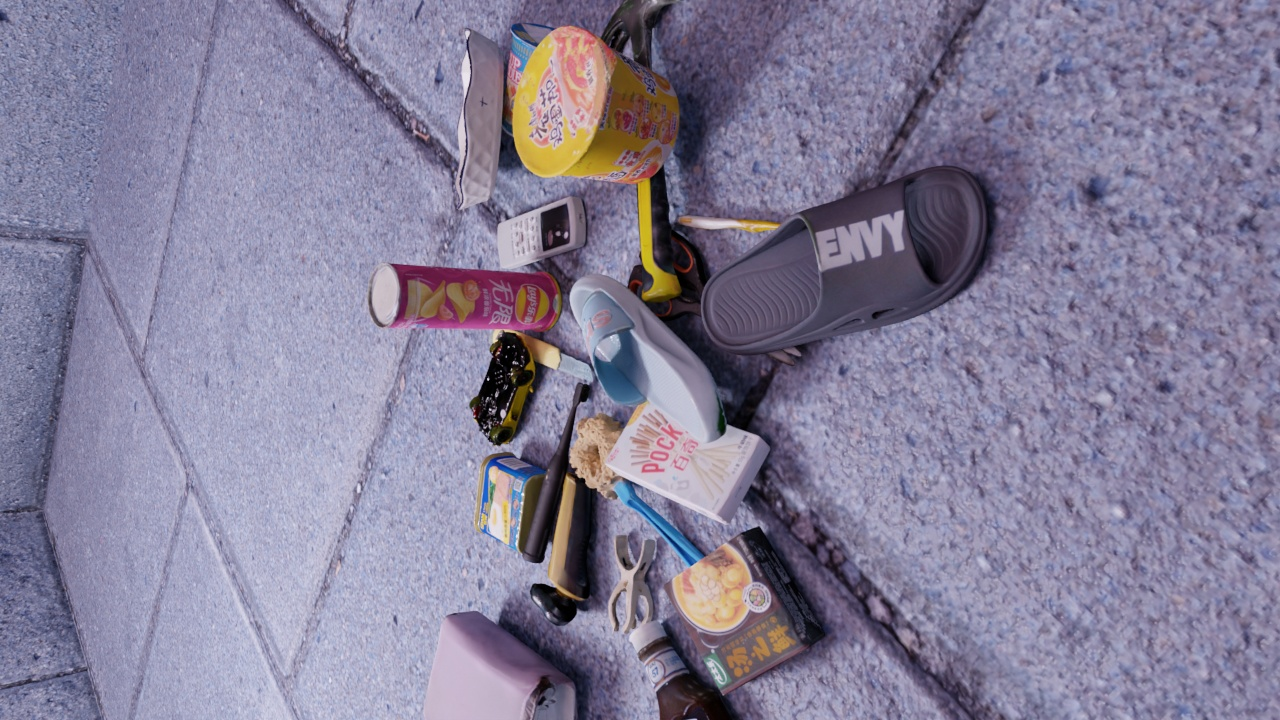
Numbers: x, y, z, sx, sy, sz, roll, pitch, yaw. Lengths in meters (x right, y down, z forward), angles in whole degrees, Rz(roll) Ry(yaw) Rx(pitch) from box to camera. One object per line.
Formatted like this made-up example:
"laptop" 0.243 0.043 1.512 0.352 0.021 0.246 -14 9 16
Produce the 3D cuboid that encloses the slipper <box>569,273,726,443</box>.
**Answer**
"slipper" -0.005 0.005 0.893 0.245 0.074 0.104 43 155 44

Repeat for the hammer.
"hammer" 0.007 -0.217 0.923 0.126 0.031 0.323 -14 76 47

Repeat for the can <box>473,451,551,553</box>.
"can" -0.147 0.169 1.089 0.083 0.057 0.102 17 103 42

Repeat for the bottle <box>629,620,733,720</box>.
"bottle" 0.048 0.349 0.899 0.080 0.044 0.194 -52 55 32

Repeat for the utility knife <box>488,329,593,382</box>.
"utility knife" -0.122 -0.009 1.085 0.211 0.021 0.031 22 110 50

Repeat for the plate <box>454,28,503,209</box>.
"plate" -0.191 -0.279 1.076 0.205 0.045 0.205 -179 91 -76

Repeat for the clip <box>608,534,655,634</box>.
"clip" -0.010 0.235 0.965 0.072 0.034 0.100 0 86 47

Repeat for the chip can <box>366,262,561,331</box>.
"chip can" -0.191 -0.068 1.018 0.072 0.210 0.071 2 92 46

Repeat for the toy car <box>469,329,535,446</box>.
"toy car" -0.163 0.035 1.110 0.071 0.041 0.156 45 126 36

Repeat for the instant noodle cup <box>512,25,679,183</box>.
"instant noodle cup" -0.037 -0.231 0.867 0.138 0.109 0.138 -7 81 47

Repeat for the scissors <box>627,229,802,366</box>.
"scissors" 0.063 -0.039 0.886 0.142 0.021 0.235 -48 55 27

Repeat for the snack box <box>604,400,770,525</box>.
"snack box" 0.042 0.092 0.886 0.157 0.027 0.084 19 73 44

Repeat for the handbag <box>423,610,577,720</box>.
"handbag" -0.162 0.398 1.079 0.197 0.098 0.145 18 105 45

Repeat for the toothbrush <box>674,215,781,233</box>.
"toothbrush" 0.102 -0.122 0.854 0.192 0.016 0.018 13 109 44

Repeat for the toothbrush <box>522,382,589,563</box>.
"toothbrush" -0.094 0.126 1.037 0.026 0.027 0.213 23 99 43

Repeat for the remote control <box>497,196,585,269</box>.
"remote control" -0.119 -0.148 1.077 0.150 0.021 0.058 -10 84 46

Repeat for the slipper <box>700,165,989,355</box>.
"slipper" 0.148 -0.070 0.747 0.269 0.083 0.110 -22 80 37

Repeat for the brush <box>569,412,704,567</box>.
"brush" 0.008 0.152 0.945 0.254 0.045 0.083 46 118 31

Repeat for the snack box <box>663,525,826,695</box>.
"snack box" 0.087 0.233 0.840 0.126 0.053 0.113 -41 69 26

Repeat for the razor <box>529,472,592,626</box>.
"razor" -0.084 0.209 1.026 0.068 0.062 0.167 8 92 11

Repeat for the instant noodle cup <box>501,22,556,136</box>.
"instant noodle cup" -0.108 -0.302 1.018 0.099 0.099 0.110 46 129 35
